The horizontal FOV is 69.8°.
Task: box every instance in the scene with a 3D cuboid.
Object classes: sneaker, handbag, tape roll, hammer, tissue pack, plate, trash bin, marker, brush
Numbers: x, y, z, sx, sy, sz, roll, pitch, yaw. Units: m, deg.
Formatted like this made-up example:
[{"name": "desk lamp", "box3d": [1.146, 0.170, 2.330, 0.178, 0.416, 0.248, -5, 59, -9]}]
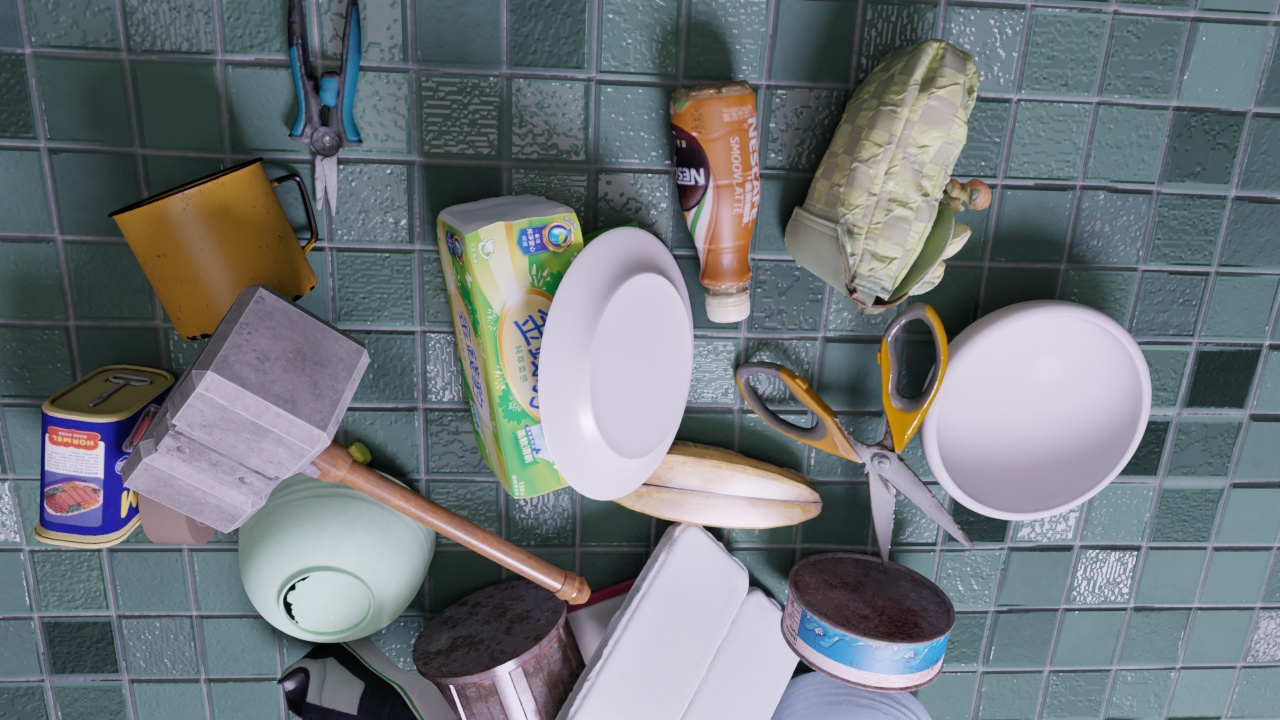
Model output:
[{"name": "sneaker", "box3d": [-0.194, 0.270, 0.667, 0.078, 0.236, 0.084, -26, 114, -36]}, {"name": "handbag", "box3d": [0.184, -0.120, 0.635, 0.117, 0.113, 0.187, 17, 106, -18]}, {"name": "tape roll", "box3d": [-0.330, 0.086, 0.667, 0.030, 0.093, 0.094, 3, 108, -6]}, {"name": "hammer", "box3d": [-0.160, 0.095, 0.623, 0.317, 0.082, 0.163, 34, 135, -23]}, {"name": "tissue pack", "box3d": [-0.053, -0.021, 0.653, 0.141, 0.120, 0.198, -14, 117, -20]}, {"name": "plate", "box3d": [-0.004, 0.004, 0.632, 0.016, 0.188, 0.189, 7, 113, 33]}, {"name": "trash bin", "box3d": [-0.087, 0.299, 0.730, 0.131, 0.130, 0.211, -17, 107, 1]}, {"name": "marker", "box3d": [-0.263, 0.108, 0.718, 0.124, 0.021, 0.017, -37, 107, 9]}, {"name": "brush", "box3d": [0.049, 0.096, 0.730, 0.195, 0.043, 0.059, 9, 106, -7]}]

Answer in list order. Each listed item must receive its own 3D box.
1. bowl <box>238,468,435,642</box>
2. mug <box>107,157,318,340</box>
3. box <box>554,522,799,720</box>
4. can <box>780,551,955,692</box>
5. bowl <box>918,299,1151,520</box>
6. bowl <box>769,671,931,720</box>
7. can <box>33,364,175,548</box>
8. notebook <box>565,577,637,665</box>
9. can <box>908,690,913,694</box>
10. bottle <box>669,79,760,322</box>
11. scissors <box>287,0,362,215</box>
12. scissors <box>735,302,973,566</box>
[{"name": "bowl", "box3d": [-0.233, 0.159, 0.696, 0.151, 0.077, 0.151, -4, 120, -7]}, {"name": "mug", "box3d": [-0.273, -0.079, 0.621, 0.123, 0.101, 0.094, -36, 116, -36]}, {"name": "box", "box3d": [0.041, 0.257, 0.725, 0.189, 0.037, 0.208, 47, 61, -20]}, {"name": "can", "box3d": [0.180, 0.205, 0.732, 0.130, 0.130, 0.044, 4, 108, -7]}, {"name": "bowl", "box3d": [0.297, 0.033, 0.717, 0.176, 0.066, 0.177, -1, 109, -4]}, {"name": "bowl", "box3d": [0.176, 0.346, 0.787, 0.151, 0.074, 0.151, 6, 120, 10]}, {"name": "can", "box3d": [-0.373, 0.063, 0.645, 0.056, 0.116, 0.092, 9, 105, -8]}, {"name": "notebook", "box3d": [-0.010, 0.260, 0.798, 0.209, 0.012, 0.153, -19, 108, 1]}, {"name": "can", "box3d": [0.205, 0.268, 0.804, 0.038, 0.038, 0.079, -32, 108, 6]}, {"name": "bottle", "box3d": [0.057, -0.110, 0.652, 0.059, 0.059, 0.167, -8, 109, -3]}, {"name": "scissors", "box3d": [-0.211, -0.179, 0.627, 0.144, 0.019, 0.126, -41, 108, 11]}, {"name": "scissors", "box3d": [0.166, 0.059, 0.700, 0.217, 0.016, 0.225, 7, 115, 23]}]
